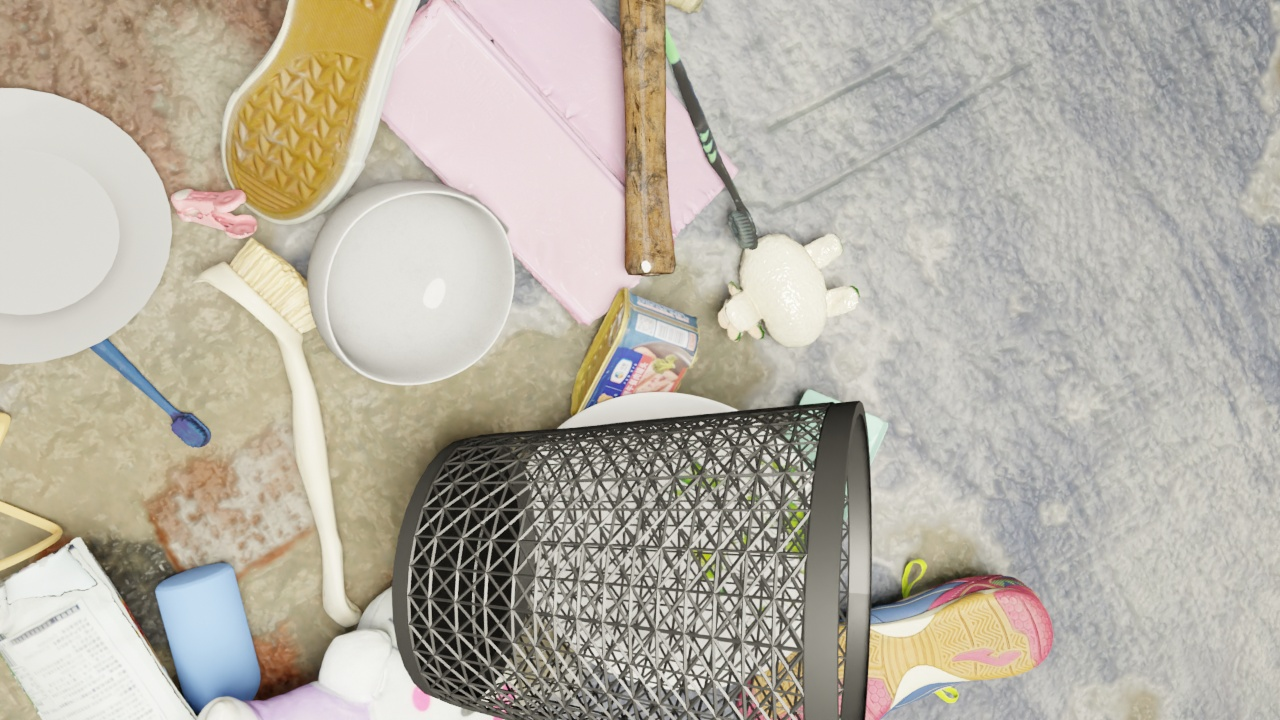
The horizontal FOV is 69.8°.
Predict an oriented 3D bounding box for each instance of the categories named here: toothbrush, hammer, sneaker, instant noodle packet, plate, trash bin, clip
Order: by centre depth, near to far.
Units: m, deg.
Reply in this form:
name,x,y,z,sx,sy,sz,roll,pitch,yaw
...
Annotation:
name,x,y,z,sx,sy,sz,roll,pitch,yaw
trash bin,0.004,0.130,0.542,0.243,0.216,0.217,0,94,18
sneaker,-0.182,-0.183,0.564,0.087,0.079,0.236,34,124,-8
plate,-0.388,-0.082,0.574,0.172,0.019,0.172,2,83,-20
instant noodle packet,-0.319,0.244,0.591,0.147,0.057,0.269,-25,100,26
clip,-0.279,-0.101,0.594,0.058,0.035,0.022,11,50,13
toothbrush,-0.355,-0.012,0.597,0.016,0.017,0.190,-44,101,-7
hammer,-0.006,-0.221,0.611,0.120,0.033,0.330,-2,92,-12
plate,0.022,0.128,0.656,0.229,0.030,0.229,3,107,11
toothbrush,0.044,-0.166,0.664,0.017,0.014,0.188,-21,88,-41
sneaker,0.191,0.233,0.709,0.242,0.091,0.116,-22,93,9

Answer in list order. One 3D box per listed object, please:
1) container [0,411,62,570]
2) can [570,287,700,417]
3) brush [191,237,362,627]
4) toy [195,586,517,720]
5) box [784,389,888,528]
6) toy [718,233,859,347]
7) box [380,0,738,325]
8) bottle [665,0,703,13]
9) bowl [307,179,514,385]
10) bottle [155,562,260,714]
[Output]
name,x,y,z,sx,sy,sz,roll,pitch,yaw
container,-0.436,0.087,0.502,0.167,0.183,0.129,24,88,-6
can,-0.004,0.004,0.640,0.059,0.053,0.100,19,126,-14
brush,-0.227,0.052,0.615,0.077,0.062,0.272,-14,100,-7
toy,-0.174,0.230,0.585,0.208,0.086,0.137,-23,91,-50
box,0.123,0.121,0.707,0.077,0.079,0.188,23,88,28
toy,0.105,-0.050,0.679,0.112,0.050,0.087,-26,94,-3
box,-0.057,-0.162,0.637,0.233,0.055,0.180,45,83,-11
bottle,-0.003,-0.282,0.646,0.110,0.043,0.042,17,89,-14
bowl,-0.154,-0.055,0.603,0.131,0.064,0.132,-17,120,-32
bottle,-0.281,0.205,0.611,0.048,0.048,0.131,-13,96,-11
